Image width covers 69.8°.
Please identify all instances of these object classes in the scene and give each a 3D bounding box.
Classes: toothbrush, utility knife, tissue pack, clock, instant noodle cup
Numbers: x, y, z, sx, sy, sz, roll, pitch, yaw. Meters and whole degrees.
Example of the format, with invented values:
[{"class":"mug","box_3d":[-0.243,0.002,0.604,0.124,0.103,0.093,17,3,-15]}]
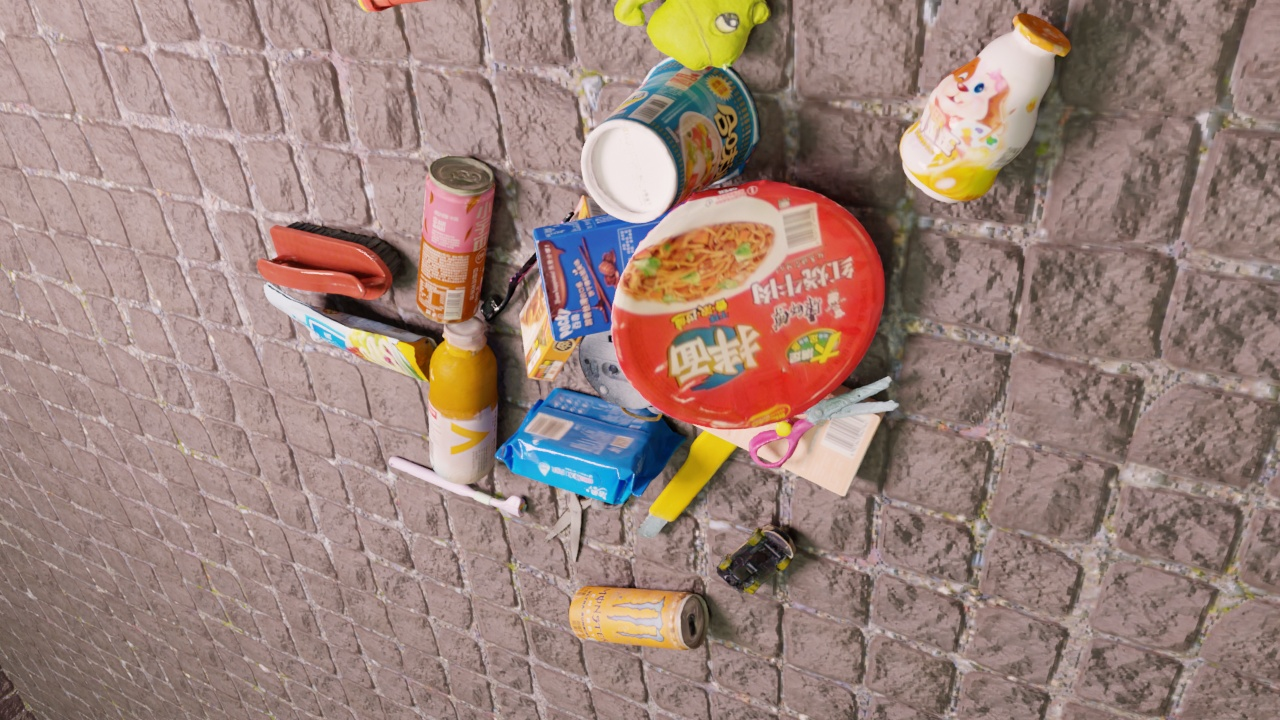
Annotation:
[{"class":"toothbrush","box_3d":[-0.211,0.138,1.036,0.189,0.021,0.029,15,129,25]},{"class":"utility knife","box_3d":[0.040,0.114,0.857,0.033,0.015,0.193,38,130,5]},{"class":"tissue pack","box_3d":[-0.045,0.079,0.838,0.157,0.094,0.052,12,128,23]},{"class":"clock","box_3d":[-0.005,0.005,0.786,0.082,0.055,0.122,12,127,25]},{"class":"instant noodle cup","box_3d":[0.016,-0.147,0.628,0.099,0.109,0.099,16,127,23]},{"class":"toothbrush","box_3d":[-0.102,-0.081,0.803,0.018,0.014,0.190,52,140,2]},{"class":"instant noodle cup","box_3d":[0.072,-0.046,0.654,0.194,0.065,0.194,-4,123,-6]}]

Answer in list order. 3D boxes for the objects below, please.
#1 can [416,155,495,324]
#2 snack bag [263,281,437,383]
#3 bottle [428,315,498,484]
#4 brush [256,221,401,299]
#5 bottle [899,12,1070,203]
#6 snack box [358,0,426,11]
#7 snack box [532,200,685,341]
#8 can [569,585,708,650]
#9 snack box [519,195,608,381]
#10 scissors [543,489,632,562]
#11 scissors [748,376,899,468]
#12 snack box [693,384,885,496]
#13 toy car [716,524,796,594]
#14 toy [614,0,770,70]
[{"class":"can","box_3d":[-0.164,-0.103,0.810,0.058,0.057,0.148,28,132,13]},{"class":"snack bag","box_3d":[-0.289,-0.025,0.940,0.191,0.038,0.110,18,168,19]},{"class":"bottle","box_3d":[-0.175,0.040,0.910,0.068,0.067,0.190,23,130,17]},{"class":"brush","box_3d":[-0.304,-0.091,0.899,0.146,0.069,0.063,13,128,25]},{"class":"bottle","box_3d":[0.203,-0.148,0.542,0.063,0.063,0.109,36,133,6]},{"class":"snack box","box_3d":[-0.167,-0.303,0.660,0.080,0.081,0.091,6,125,17]},{"class":"snack box","box_3d":[0.004,-0.071,0.684,0.157,0.026,0.085,-12,121,-8]},{"class":"can","box_3d":[-0.004,0.270,0.968,0.146,0.058,0.058,-7,117,35]},{"class":"snack box","box_3d":[-0.061,-0.057,0.767,0.026,0.075,0.154,8,139,-27]},{"class":"scissors","box_3d":[-0.066,0.150,0.958,0.160,0.014,0.170,-8,118,39]},{"class":"scissors","box_3d":[0.132,0.032,0.711,0.138,0.017,0.077,-29,89,31]},{"class":"snack box","box_3d":[0.111,0.041,0.750,0.157,0.026,0.085,26,123,15]},{"class":"toy car","box_3d":[0.108,0.182,0.851,0.042,0.035,0.091,39,133,1]},{"class":"toy","box_3d":[0.031,-0.236,0.608,0.097,0.031,0.100,-21,98,23]}]
